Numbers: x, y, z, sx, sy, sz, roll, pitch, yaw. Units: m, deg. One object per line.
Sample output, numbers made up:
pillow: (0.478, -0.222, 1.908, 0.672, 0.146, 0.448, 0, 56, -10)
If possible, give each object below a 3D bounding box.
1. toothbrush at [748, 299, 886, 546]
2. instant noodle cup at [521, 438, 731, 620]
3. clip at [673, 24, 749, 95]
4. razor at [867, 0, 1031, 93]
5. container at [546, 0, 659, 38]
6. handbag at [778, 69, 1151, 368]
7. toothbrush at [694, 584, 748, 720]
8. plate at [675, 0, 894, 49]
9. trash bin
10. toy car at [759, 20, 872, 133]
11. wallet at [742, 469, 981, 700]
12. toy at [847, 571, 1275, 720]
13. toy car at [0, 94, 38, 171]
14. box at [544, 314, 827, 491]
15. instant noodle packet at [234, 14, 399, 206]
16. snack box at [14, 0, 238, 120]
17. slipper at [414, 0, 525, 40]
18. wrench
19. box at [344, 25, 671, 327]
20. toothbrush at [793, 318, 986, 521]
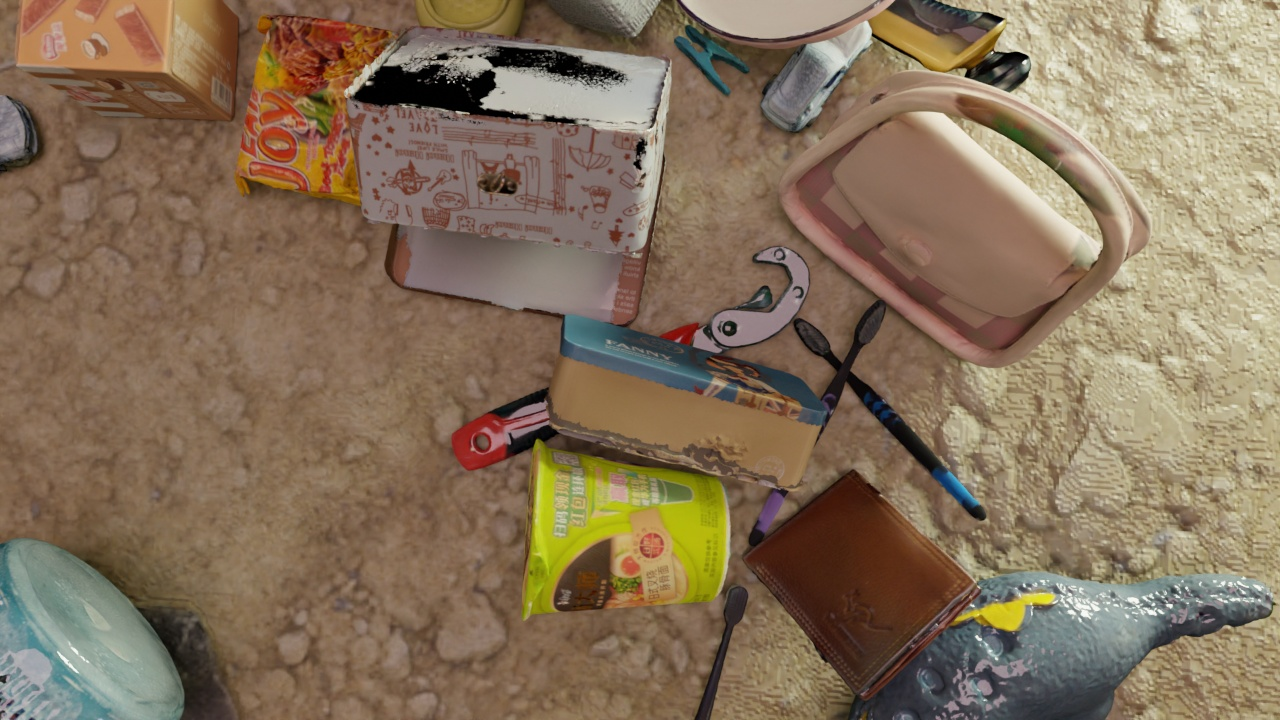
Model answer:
toothbrush: (0.119, 0.044, 0.618, 0.014, 0.016, 0.189, 27, 96, -2)
instant noodle cup: (-0.010, 0.109, 0.583, 0.123, 0.112, 0.111, 4, 87, -8)
clip: (0.048, -0.211, 0.642, 0.056, 0.014, 0.040, 39, 87, 2)
razor: (0.185, -0.226, 0.629, 0.167, 0.062, 0.068, 31, 118, 6)
container: (-0.036, -0.275, 0.584, 0.090, 0.114, 0.090, 32, 88, 39)
handbag: (0.191, -0.090, 0.526, 0.193, 0.234, 0.093, 39, 85, 1)
toothbrush: (0.042, 0.238, 0.619, 0.015, 0.018, 0.181, 16, 89, -7)
plate: (0.109, -0.286, 0.607, 0.193, 0.039, 0.192, -7, 72, 23)
trash bin: (-0.393, 0.220, 0.531, 0.194, 0.227, 0.226, -40, 88, -15)
toy car: (0.119, -0.199, 0.624, 0.043, 0.034, 0.091, 39, 107, 4)
wallet: (0.137, 0.138, 0.586, 0.101, 0.032, 0.124, -43, 46, 0)
toy: (0.231, 0.209, 0.585, 0.356, 0.091, 0.138, -32, 99, 0)
toy car: (-0.467, -0.145, 0.625, 0.105, 0.031, 0.049, -23, 87, -1)
box: (0.020, 0.024, 0.579, 0.184, 0.089, 0.061, 17, 103, -11)
instant noodle packet: (-0.218, -0.168, 0.623, 0.111, 0.044, 0.128, 11, 87, 4)
snack box: (-0.329, -0.210, 0.598, 0.094, 0.093, 0.077, 2, 87, 0)
slipper: (-0.117, -0.304, 0.613, 0.091, 0.081, 0.190, -3, 90, -3)
wrench: (-0.004, 0.004, 0.628, 0.273, 0.016, 0.056, -29, 90, -2)
box: (-0.079, -0.105, 0.597, 0.182, 0.152, 0.178, 8, 127, 3)
toothbrush: (0.172, 0.041, 0.629, 0.014, 0.016, 0.189, -43, 89, 2)
